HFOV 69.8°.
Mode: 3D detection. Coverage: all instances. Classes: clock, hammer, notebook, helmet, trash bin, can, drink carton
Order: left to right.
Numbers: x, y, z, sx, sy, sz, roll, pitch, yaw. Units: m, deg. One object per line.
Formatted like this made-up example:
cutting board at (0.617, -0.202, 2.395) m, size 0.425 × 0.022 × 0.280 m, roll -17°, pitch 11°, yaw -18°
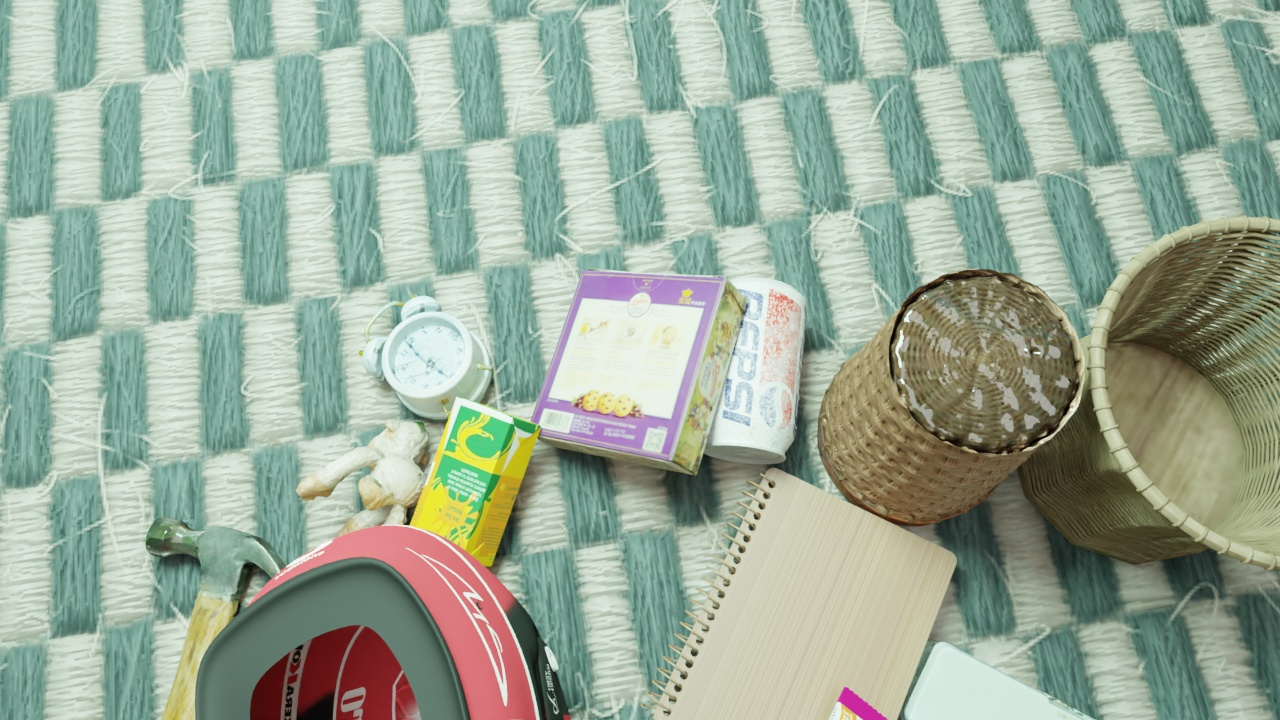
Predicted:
hammer at (-0.346, 0.291, 0.685) m, size 0.132 × 0.033 × 0.330 m, roll 10°, pitch 75°, yaw 3°
helmet at (-0.148, 0.241, 0.590) m, size 0.197 × 0.225 × 0.270 m, roll -29°, pitch 63°, yaw 0°
clock at (-0.177, -0.004, 0.753) m, size 0.117 × 0.057 × 0.083 m, roll 36°, pitch 77°, yaw 18°
drink carton at (-0.130, 0.097, 0.710) m, size 0.058 × 0.041 × 0.122 m, roll 17°, pitch 85°, yaw 30°
can at (0.089, 0.009, 0.731) m, size 0.078 × 0.078 × 0.136 m, roll 7°, pitch 74°, yaw 3°
notebook at (0.120, 0.204, 0.687) m, size 0.169 × 0.022 × 0.210 m, roll 25°, pitch 73°, yaw 9°
trash bin at (0.218, 0.032, 0.653) m, size 0.151 × 0.210 × 0.151 m, roll 0°, pitch 74°, yaw 1°

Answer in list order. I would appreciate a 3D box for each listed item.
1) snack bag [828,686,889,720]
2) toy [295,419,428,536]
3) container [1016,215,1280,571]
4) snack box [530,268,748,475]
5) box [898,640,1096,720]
snack bag at (0.118, 0.319, 0.603) m, size 0.070 × 0.016 × 0.196 m, roll 40°, pitch 64°, yaw -5°
toy at (-0.205, 0.085, 0.720) m, size 0.074 × 0.085 × 0.105 m, roll 1°, pitch 49°, yaw 32°
container at (0.391, 0.043, 0.652) m, size 0.227 × 0.196 × 0.226 m, roll 0°, pitch 74°, yaw 1°
snack box at (-0.004, 0.004, 0.716) m, size 0.144 × 0.040 × 0.147 m, roll 8°, pitch 73°, yaw 37°
box at (0.290, 0.278, 0.662) m, size 0.199 × 0.071 × 0.084 m, roll 25°, pitch 56°, yaw 7°
